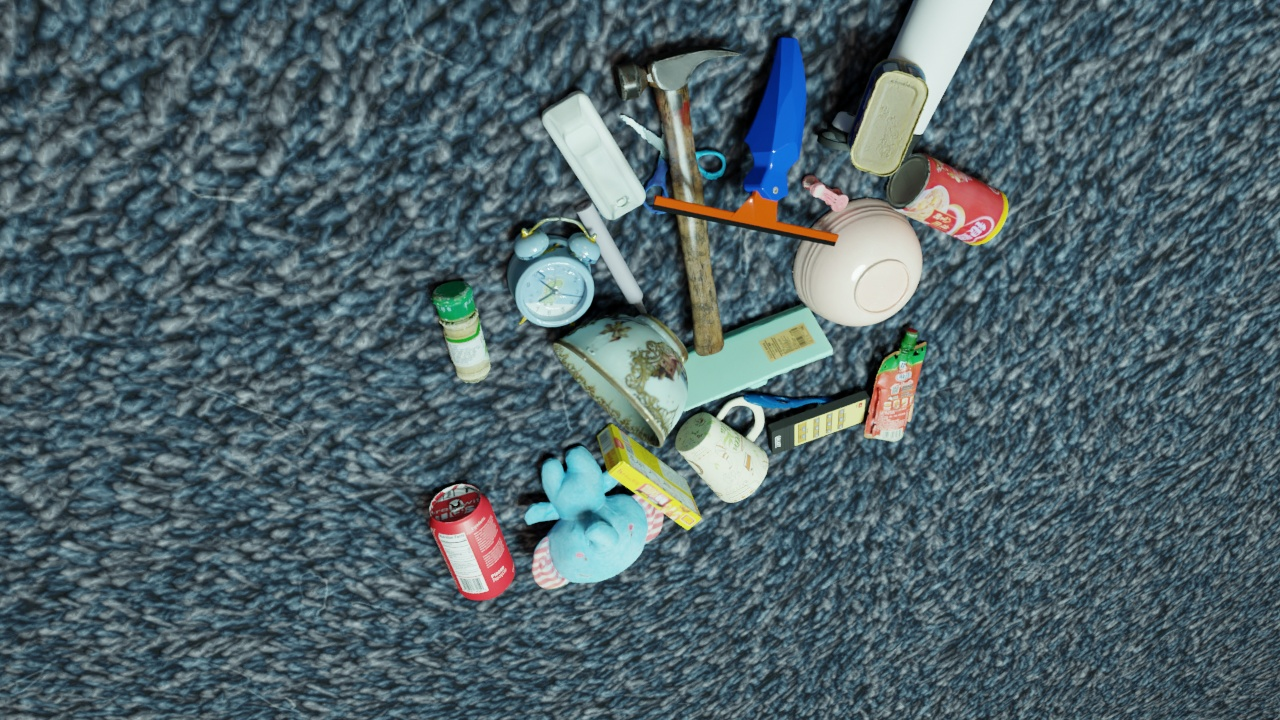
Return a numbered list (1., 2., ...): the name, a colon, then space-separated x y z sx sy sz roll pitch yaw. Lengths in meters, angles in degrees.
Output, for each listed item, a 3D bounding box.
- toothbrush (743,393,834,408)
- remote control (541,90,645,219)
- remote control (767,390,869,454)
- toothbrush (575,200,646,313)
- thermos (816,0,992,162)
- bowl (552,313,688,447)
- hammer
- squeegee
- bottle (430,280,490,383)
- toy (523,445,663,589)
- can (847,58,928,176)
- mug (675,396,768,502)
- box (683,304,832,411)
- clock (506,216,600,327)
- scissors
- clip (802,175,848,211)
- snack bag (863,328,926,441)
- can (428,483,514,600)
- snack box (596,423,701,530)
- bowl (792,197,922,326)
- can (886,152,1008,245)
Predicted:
1. toothbrush: 0.185 0.052 1.144 0.132 0.021 0.016 3 126 -23
2. remote control: -0.044 -0.197 0.898 0.050 0.022 0.133 -28 126 11
3. remote control: 0.227 0.080 1.170 0.133 0.013 0.058 -19 143 -4
4. toothbrush: -0.020 -0.091 0.984 0.019 0.018 0.188 -22 127 12
5. thermos: 0.266 -0.307 0.900 0.101 0.068 0.230 16 119 -11
6. bowl: -0.006 0.006 0.985 0.093 0.160 0.160 -46 127 -13
7. hammer: 0.060 -0.150 0.940 0.120 0.033 0.331 -16 123 -7
8. squeegee: 0.131 -0.219 0.894 0.249 0.055 0.185 4 96 -37
9. bottle: -0.186 -0.028 0.961 0.042 0.042 0.110 -14 126 -8
10. toy: -0.060 0.193 1.118 0.183 0.115 0.181 -24 116 -12
11. can: 0.236 -0.232 0.877 0.054 0.058 0.100 18 119 3
12. mug: 0.108 0.099 1.129 0.097 0.081 0.122 42 83 -27
13. box: 0.123 0.009 1.052 0.188 0.091 0.077 -20 125 -4
14. clock: -0.089 -0.092 0.942 0.088 0.051 0.125 2 123 -17
15. scissors: 0.022 -0.202 0.924 0.130 0.014 0.117 31 111 -32
16. clip: 0.200 -0.178 0.984 0.060 0.043 0.023 31 113 -17
17. snack bag: 0.326 0.029 1.158 0.087 0.044 0.155 -17 128 -30
18. can: -0.202 0.221 1.105 0.074 0.074 0.143 -17 126 -6
19. snack box: 0.011 0.142 1.117 0.025 0.075 0.152 -41 125 13
20. bowl: 0.254 -0.097 1.029 0.153 0.076 0.153 -8 125 -12
21. can: 0.336 -0.176 1.006 0.124 0.066 0.067 17 117 -26
